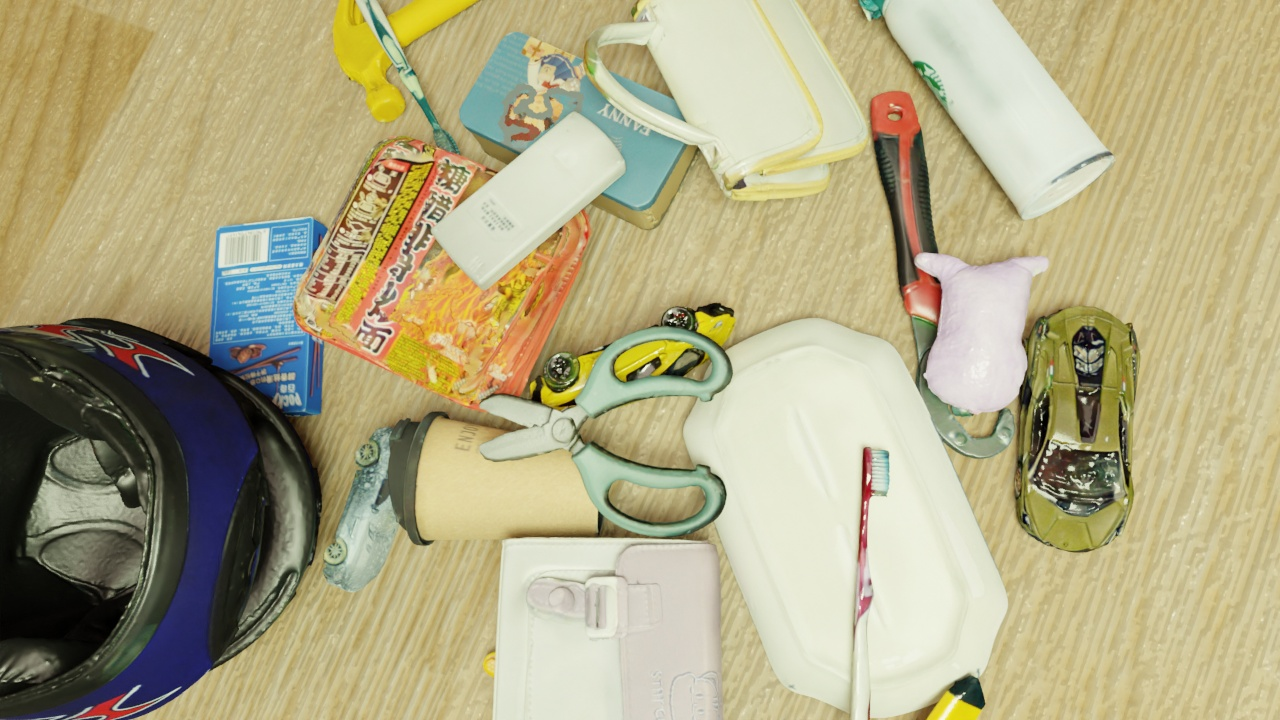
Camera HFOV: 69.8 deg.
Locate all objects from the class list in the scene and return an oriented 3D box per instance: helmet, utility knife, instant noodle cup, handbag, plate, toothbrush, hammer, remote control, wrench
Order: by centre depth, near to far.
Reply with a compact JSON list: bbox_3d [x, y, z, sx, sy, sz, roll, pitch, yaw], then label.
[{"bbox_3d":[0.140,0.147,0.562,0.017,0.016,0.187,4,82,3],"label":"toothbrush"},{"bbox_3d":[0.160,0.267,0.564,0.033,0.015,0.173,32,91,-28],"label":"utility knife"},{"bbox_3d":[-0.018,0.213,0.573,0.145,0.098,0.196,0,71,-4],"label":"handbag"},{"bbox_3d":[-0.328,0.099,0.582,0.316,0.240,0.247,5,83,21],"label":"helmet"},{"bbox_3d":[0.129,0.098,0.597,0.162,0.034,0.265,-22,78,9],"label":"plate"},{"bbox_3d":[0.054,-0.189,0.624,0.178,0.063,0.163,-15,71,-31],"label":"handbag"},{"bbox_3d":[-0.075,-0.110,0.626,0.135,0.019,0.056,-42,76,-7],"label":"remote control"},{"bbox_3d":[0.200,-0.065,0.639,0.056,0.016,0.273,-11,76,4],"label":"wrench"},{"bbox_3d":[-0.136,-0.060,0.669,0.189,0.079,0.164,24,82,14],"label":"instant noodle cup"},{"bbox_3d":[-0.186,-0.229,0.714,0.016,0.018,0.191,-31,75,3],"label":"toothbrush"},{"bbox_3d":[-0.118,-0.319,0.748,0.301,0.033,0.128,-30,75,3],"label":"hammer"}]

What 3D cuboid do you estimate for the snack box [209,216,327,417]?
[{"bbox_3d":[-0.292,-0.032,0.719,0.084,0.026,0.157,-5,77,10],"label":"snack box"}]

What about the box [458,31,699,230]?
[{"bbox_3d":[-0.039,-0.167,0.684,0.184,0.062,0.089,25,84,17],"label":"box"}]

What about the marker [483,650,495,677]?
[{"bbox_3d":[-0.053,0.232,0.622,0.124,0.015,0.018,25,89,13],"label":"marker"}]

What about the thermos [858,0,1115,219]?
[{"bbox_3d":[0.230,-0.206,0.640,0.073,0.073,0.224,-30,74,3],"label":"thermos"}]

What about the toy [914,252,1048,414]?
[{"bbox_3d":[0.218,-0.019,0.598,0.084,0.039,0.108,6,85,14],"label":"toy"}]

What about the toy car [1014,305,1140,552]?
[{"bbox_3d":[0.281,0.043,0.588,0.070,0.042,0.158,4,81,12],"label":"toy car"}]

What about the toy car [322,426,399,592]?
[{"bbox_3d":[-0.187,0.106,0.655,0.037,0.054,0.120,17,82,15],"label":"toy car"}]

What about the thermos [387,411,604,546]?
[{"bbox_3d":[-0.096,0.085,0.628,0.143,0.093,0.093,4,78,4],"label":"thermos"}]

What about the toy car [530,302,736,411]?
[{"bbox_3d":[-0.004,0.004,0.634,0.156,0.071,0.041,-24,73,4],"label":"toy car"}]

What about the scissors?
[{"bbox_3d":[-0.016,0.060,0.586,0.177,0.019,0.169,-17,95,-7],"label":"scissors"}]
